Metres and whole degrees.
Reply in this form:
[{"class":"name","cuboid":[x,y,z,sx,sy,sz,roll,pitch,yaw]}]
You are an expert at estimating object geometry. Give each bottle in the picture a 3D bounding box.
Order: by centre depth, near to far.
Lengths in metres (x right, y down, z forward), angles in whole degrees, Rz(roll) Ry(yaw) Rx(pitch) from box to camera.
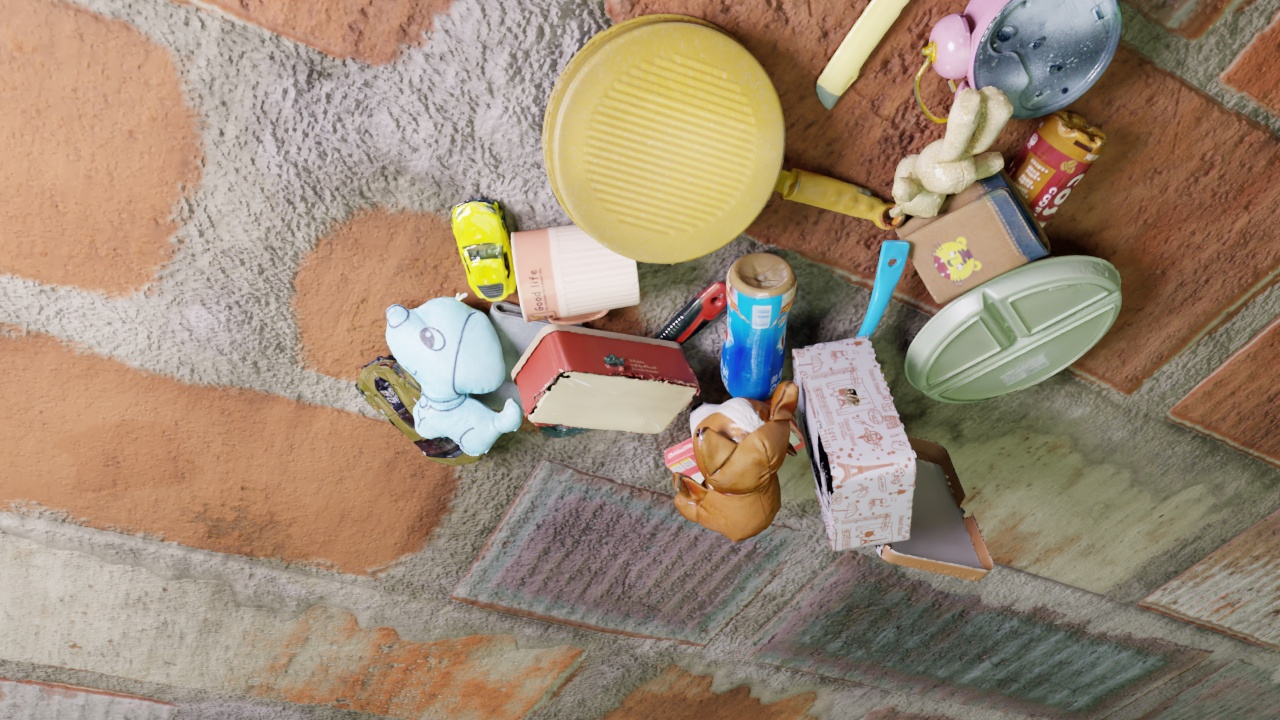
[{"class":"bottle","cuboid":[0.351,-0.143,0.848,0.057,0.057,0.175,11,130,-18]},{"class":"bottle","cuboid":[0.115,-0.010,0.930,0.065,0.065,0.219,-6,139,-3]}]

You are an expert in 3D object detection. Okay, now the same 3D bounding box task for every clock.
[{"class":"clock","cuboid":[0.298,-0.250,0.741,0.159,0.059,0.117,-34,129,20]}]

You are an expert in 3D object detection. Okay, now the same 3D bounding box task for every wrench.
[{"class":"wrench","cuboid":[-0.006,0.006,0.964,0.274,0.016,0.056,-38,132,25]}]

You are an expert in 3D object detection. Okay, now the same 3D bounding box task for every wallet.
[{"class":"wallet","cuboid":[0.301,-0.112,0.841,0.116,0.033,0.090,-31,91,46]},{"class":"wallet","cuboid":[-0.118,0.006,0.934,0.106,0.037,0.130,14,129,-19]}]

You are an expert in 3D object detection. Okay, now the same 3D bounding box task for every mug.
[{"class":"mug","cuboid":[-0.057,-0.073,0.843,0.106,0.081,0.115,-8,146,-3]}]

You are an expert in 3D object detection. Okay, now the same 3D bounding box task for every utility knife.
[{"class":"utility knife","cuboid":[0.201,-0.285,0.721,0.031,0.021,0.205,16,135,-26]}]

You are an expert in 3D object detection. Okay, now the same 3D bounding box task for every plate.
[{"class":"plate","cuboid":[0.388,-0.023,0.951,0.230,0.027,0.231,-10,146,-7]}]

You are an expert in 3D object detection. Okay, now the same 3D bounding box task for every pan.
[{"class":"pan","cuboid":[0.091,-0.163,0.783,0.357,0.078,0.198,14,110,-18]}]

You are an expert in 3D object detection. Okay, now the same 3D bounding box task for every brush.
[{"class":"brush","cuboid":[0.233,-0.022,0.945,0.083,0.045,0.255,0,138,-3]}]

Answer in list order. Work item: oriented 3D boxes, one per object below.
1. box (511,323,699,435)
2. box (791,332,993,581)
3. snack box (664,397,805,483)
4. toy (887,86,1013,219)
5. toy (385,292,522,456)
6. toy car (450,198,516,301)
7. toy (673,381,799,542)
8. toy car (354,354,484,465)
[{"class":"box","cuboid":[-0.031,0.029,0.893,0.168,0.076,0.092,8,136,-36]},{"class":"box","cuboid":[0.242,0.110,0.929,0.134,0.179,0.270,-32,129,23]},{"class":"snack box","cuboid":[0.111,0.102,1.063,0.153,0.025,0.075,-28,131,18]},{"class":"toy","cuboid":[0.257,-0.172,0.774,0.105,0.066,0.157,-24,164,-14]},{"class":"toy","cuboid":[-0.180,0.009,0.887,0.161,0.049,0.156,24,105,-11]},{"class":"toy car","cuboid":[-0.142,-0.099,0.837,0.048,0.032,0.105,-8,132,0]},{"class":"toy","cuboid":[0.098,0.099,0.950,0.140,0.130,0.200,-36,156,-19]},{"class":"toy car","cuboid":[-0.222,0.056,0.943,0.070,0.042,0.158,-28,119,28]}]
